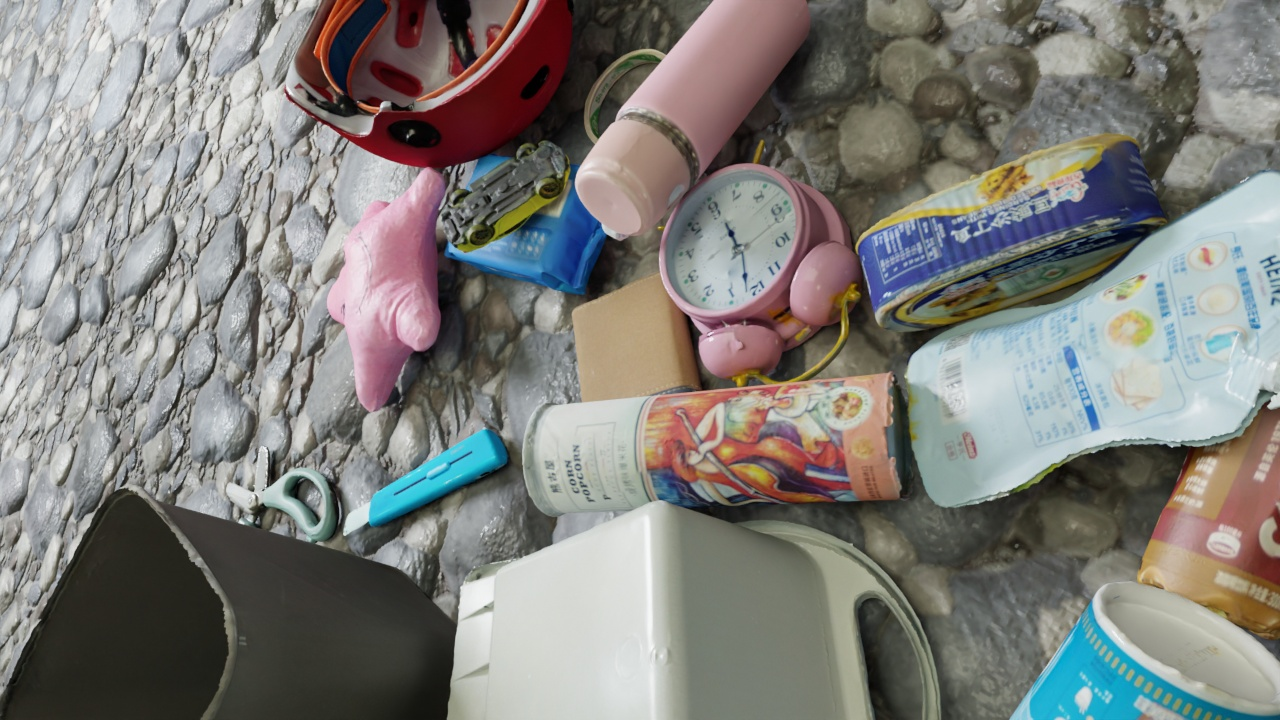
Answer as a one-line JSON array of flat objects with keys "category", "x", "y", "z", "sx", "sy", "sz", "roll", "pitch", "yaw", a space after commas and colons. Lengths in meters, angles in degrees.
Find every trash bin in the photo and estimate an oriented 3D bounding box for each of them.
[{"category": "trash bin", "x": -0.252, "y": 0.217, "z": 0.604, "sx": 0.199, "sy": 0.219, "sz": 0.198, "roll": 29, "pitch": 90, "yaw": 38}]

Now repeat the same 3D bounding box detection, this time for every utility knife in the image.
[{"category": "utility knife", "x": -0.174, "y": 0.100, "z": 0.719, "sx": 0.179, "sy": 0.018, "sz": 0.034, "roll": -29, "pitch": 60, "yaw": 26}]

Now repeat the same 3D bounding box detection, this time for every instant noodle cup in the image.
[{"category": "instant noodle cup", "x": 0.194, "y": 0.152, "z": 0.362, "sx": 0.099, "sy": 0.099, "sz": 0.110, "roll": 33, "pitch": 117, "yaw": 39}]

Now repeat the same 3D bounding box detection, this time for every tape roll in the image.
[{"category": "tape roll", "x": -0.006, "y": -0.199, "z": 0.708, "sx": 0.086, "sy": 0.014, "sz": 0.085, "roll": -13, "pitch": 66, "yaw": 32}]

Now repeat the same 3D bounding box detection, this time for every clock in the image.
[{"category": "clock", "x": 0.075, "y": -0.052, "z": 0.568, "sx": 0.117, "sy": 0.059, "sz": 0.158, "roll": -37, "pitch": 56, "yaw": 20}]

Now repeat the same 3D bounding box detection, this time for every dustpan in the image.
[{"category": "dustpan", "x": 0.017, "y": 0.193, "z": 0.502, "sx": 0.259, "sy": 0.142, "sz": 0.222, "roll": -39, "pitch": 38, "yaw": 38}]

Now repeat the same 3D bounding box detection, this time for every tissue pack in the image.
[{"category": "tissue pack", "x": -0.084, "y": -0.106, "z": 0.706, "sx": 0.157, "sy": 0.052, "sz": 0.095, "roll": 16, "pitch": 81, "yaw": 38}]

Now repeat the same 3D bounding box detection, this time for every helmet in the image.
[{"category": "helmet", "x": -0.148, "y": -0.246, "z": 0.748, "sx": 0.240, "sy": 0.144, "sz": 0.206, "roll": 7, "pitch": 71, "yaw": 25}]

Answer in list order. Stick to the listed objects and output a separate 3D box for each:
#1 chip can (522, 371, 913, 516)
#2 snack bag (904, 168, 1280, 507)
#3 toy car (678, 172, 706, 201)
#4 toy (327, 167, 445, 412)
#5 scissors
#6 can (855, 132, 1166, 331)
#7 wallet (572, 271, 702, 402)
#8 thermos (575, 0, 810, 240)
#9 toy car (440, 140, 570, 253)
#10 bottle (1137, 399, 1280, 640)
[{"category": "chip can", "x": 0.042, "y": 0.050, "z": 0.528, "sx": 0.215, "sy": 0.071, "sz": 0.071, "roll": -6, "pitch": 70, "yaw": 23}, {"category": "snack bag", "x": 0.213, "y": -0.001, "z": 0.429, "sx": 0.192, "sy": 0.039, "sz": 0.110, "roll": -29, "pitch": 38, "yaw": 45}, {"category": "toy car", "x": 0.029, "y": -0.155, "z": 0.651, "sx": 0.034, "sy": 0.043, "sz": 0.090, "roll": 162, "pitch": 123, "yaw": -68}, {"category": "toy", "x": -0.216, "y": -0.053, "z": 0.768, "sx": 0.179, "sy": 0.074, "sz": 0.194, "roll": -16, "pitch": 69, "yaw": 47}, {"category": "scissors", "x": -0.321, "y": 0.151, "z": 0.806, "sx": 0.180, "sy": 0.019, "sz": 0.170, "roll": -15, "pitch": 64, "yaw": 32}, {"category": "can", "x": 0.189, "y": -0.062, "z": 0.482, "sx": 0.148, "sy": 0.074, "sz": 0.049, "roll": -21, "pitch": 66, "yaw": 29}, {"category": "wallet", "x": -0.004, "y": 0.004, "z": 0.623, "sx": 0.090, "sy": 0.033, "sz": 0.115, "roll": -23, "pitch": 61, "yaw": 24}, {"category": "thermos", "x": 0.034, "y": -0.162, "z": 0.598, "sx": 0.067, "sy": 0.087, "sz": 0.198, "roll": 31, "pitch": 68, "yaw": 10}, {"category": "toy car", "x": -0.095, "y": -0.116, "z": 0.663, "sx": 0.105, "sy": 0.032, "sz": 0.048, "roll": -34, "pitch": 55, "yaw": 6}, {"category": "bottle", "x": 0.276, "y": 0.028, "z": 0.396, "sx": 0.057, "sy": 0.057, "sz": 0.175, "roll": 22, "pitch": 87, "yaw": 39}]
